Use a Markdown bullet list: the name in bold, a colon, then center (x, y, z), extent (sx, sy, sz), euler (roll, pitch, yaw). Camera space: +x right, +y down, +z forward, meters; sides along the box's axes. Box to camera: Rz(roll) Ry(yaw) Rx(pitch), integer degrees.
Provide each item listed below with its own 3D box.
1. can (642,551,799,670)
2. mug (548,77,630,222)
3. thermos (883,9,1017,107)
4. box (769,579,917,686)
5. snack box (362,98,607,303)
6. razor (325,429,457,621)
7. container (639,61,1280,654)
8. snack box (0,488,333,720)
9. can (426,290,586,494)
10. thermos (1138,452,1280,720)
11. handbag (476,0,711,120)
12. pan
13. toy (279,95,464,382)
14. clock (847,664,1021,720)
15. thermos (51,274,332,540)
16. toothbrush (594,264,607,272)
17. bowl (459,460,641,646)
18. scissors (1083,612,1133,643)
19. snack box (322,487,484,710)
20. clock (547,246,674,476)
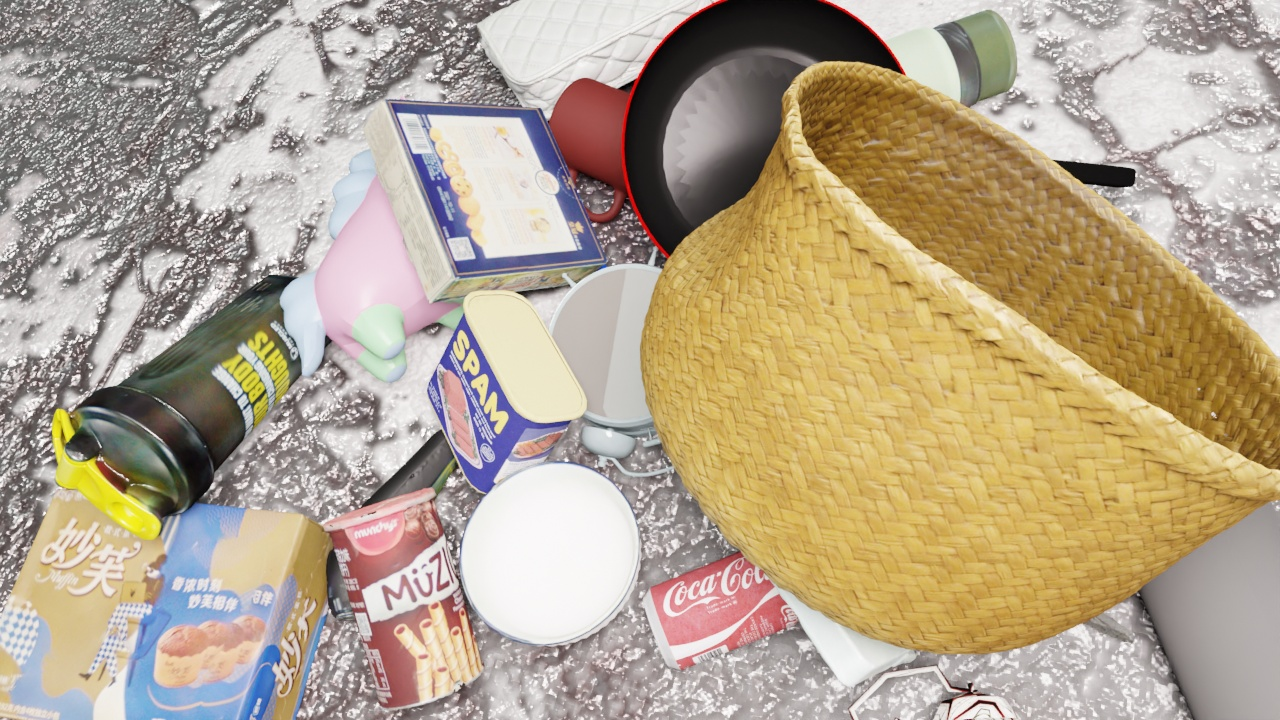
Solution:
- **can**: center (0.055, 0.153, 0.576), extent (0.096, 0.054, 0.054), euler (-22, 62, 0)
- **mug**: center (-0.028, -0.167, 0.749), extent (0.082, 0.073, 0.106), euler (28, 101, 22)
- **thermos**: center (0.174, -0.205, 0.719), extent (0.231, 0.082, 0.082), euler (-21, 62, 1)
- **box**: center (0.092, 0.097, 0.552), extent (0.041, 0.134, 0.197), euler (-44, 61, 19)
- **snack box**: center (-0.113, -0.120, 0.681), extent (0.043, 0.144, 0.144), euler (-34, 74, 43)
- **razor**: center (-0.168, 0.117, 0.649), extent (0.067, 0.054, 0.151), euler (35, 65, -3)
- **container**: center (0.156, 0.002, 0.492), extent (0.307, 0.197, 0.306), euler (20, 36, -16)
- **snack box**: center (-0.327, 0.178, 0.632), extent (0.203, 0.069, 0.154), euler (4, 64, 13)
- **can**: center (-0.098, 0.024, 0.644), extent (0.056, 0.092, 0.116), euler (-5, 52, -41)
- **thermos**: center (0.337, 0.173, 0.493), extent (0.082, 0.082, 0.240), euler (-13, 62, 5)
- **handbag**: center (-0.038, -0.292, 0.808), extent (0.195, 0.072, 0.138), euler (-27, 53, -2)
- **pan**: center (0.164, -0.142, 0.650), extent (0.356, 0.067, 0.209), euler (4, 96, -4)
- **toy**: center (-0.195, -0.087, 0.710), extent (0.221, 0.120, 0.171), euler (-37, 76, -26)
- **clock**: center (0.174, 0.243, 0.501), extent (0.114, 0.065, 0.154), euler (-26, 63, -2)
- **thermos**: center (-0.309, 0.020, 0.655), extent (0.098, 0.098, 0.220), euler (9, 38, 15)
- **toothbrush**: center (-0.046, -0.086, 0.735), extent (0.016, 0.018, 0.182), euler (-50, 63, 13)
- **bowl**: center (-0.053, 0.132, 0.604), extent (0.118, 0.062, 0.118), euler (-5, 63, 10)
- **scissors**: center (0.229, 0.119, 0.579), extent (0.171, 0.012, 0.121), euler (1, 66, 15)
- **snack box**: center (-0.149, 0.149, 0.583), extent (0.072, 0.072, 0.121), euler (-17, 90, 3)
- **clock**: center (-0.004, 0.004, 0.657), extent (0.123, 0.045, 0.159), euler (-15, 73, 9)
